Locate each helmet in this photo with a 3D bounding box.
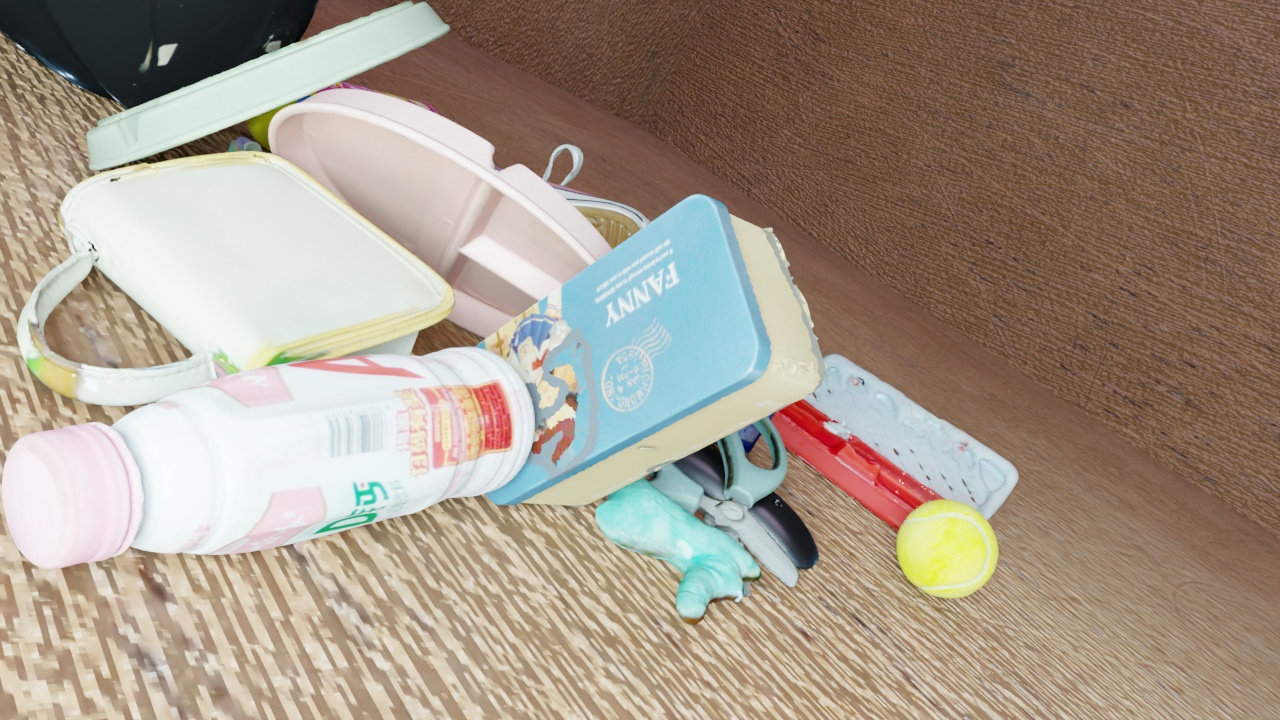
[{"bbox_3d":[-0.335,-0.306,0.647,0.230,0.275,0.233,53,17,-15],"label":"helmet"}]

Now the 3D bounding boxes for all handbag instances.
[{"bbox_3d":[-0.200,-0.028,0.427,0.163,0.063,0.178,36,32,21],"label":"handbag"}]

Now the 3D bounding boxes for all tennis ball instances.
[{"bbox_3d":[0.207,0.127,0.620,0.065,0.065,0.065,27,16,-9],"label":"tennis ball"}]

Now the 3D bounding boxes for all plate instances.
[{"bbox_3d":[-0.228,-0.173,0.564,0.230,0.230,0.027,-112,180,-65],"label":"plate"},{"bbox_3d":[-0.101,-0.068,0.519,0.229,0.028,0.230,25,-20,9],"label":"plate"}]

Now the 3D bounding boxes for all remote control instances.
[{"bbox_3d":[0.057,0.080,0.578,0.136,0.024,0.053,35,17,19],"label":"remote control"}]

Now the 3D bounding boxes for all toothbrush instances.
[{"bbox_3d":[-0.256,-0.174,0.762,0.029,0.020,0.189,-7,7,31],"label":"toothbrush"}]

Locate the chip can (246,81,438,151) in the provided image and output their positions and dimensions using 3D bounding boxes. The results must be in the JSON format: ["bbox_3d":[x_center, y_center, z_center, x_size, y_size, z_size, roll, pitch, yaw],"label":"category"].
[{"bbox_3d":[-0.263,-0.218,0.847,0.071,0.071,0.210,33,16,11],"label":"chip can"}]

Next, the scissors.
[{"bbox_3d":[0.050,0.065,0.550,0.171,0.019,0.177,-19,49,-42],"label":"scissors"}]

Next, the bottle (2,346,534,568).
[{"bbox_3d":[-0.122,0.034,0.344,0.068,0.068,0.196,37,22,23],"label":"bottle"}]

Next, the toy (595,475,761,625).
[{"bbox_3d":[0.018,0.094,0.464,0.092,0.030,0.096,29,22,6],"label":"toy"}]

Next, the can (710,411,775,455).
[{"bbox_3d":[0.062,0.019,0.726,0.074,0.049,0.148,25,17,-18],"label":"can"}]

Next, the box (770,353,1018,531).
[{"bbox_3d":[0.203,0.077,0.777,0.201,0.064,0.159,37,37,25],"label":"box"}]

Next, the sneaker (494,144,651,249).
[{"bbox_3d":[-0.102,-0.110,0.700,0.241,0.118,0.087,13,17,5],"label":"sneaker"}]

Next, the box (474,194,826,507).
[{"bbox_3d":[0.000,0.002,0.420,0.063,0.185,0.089,10,55,-46],"label":"box"}]

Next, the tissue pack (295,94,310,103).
[{"bbox_3d":[-0.174,-0.107,0.624,0.157,0.095,0.052,23,16,-16],"label":"tissue pack"}]
